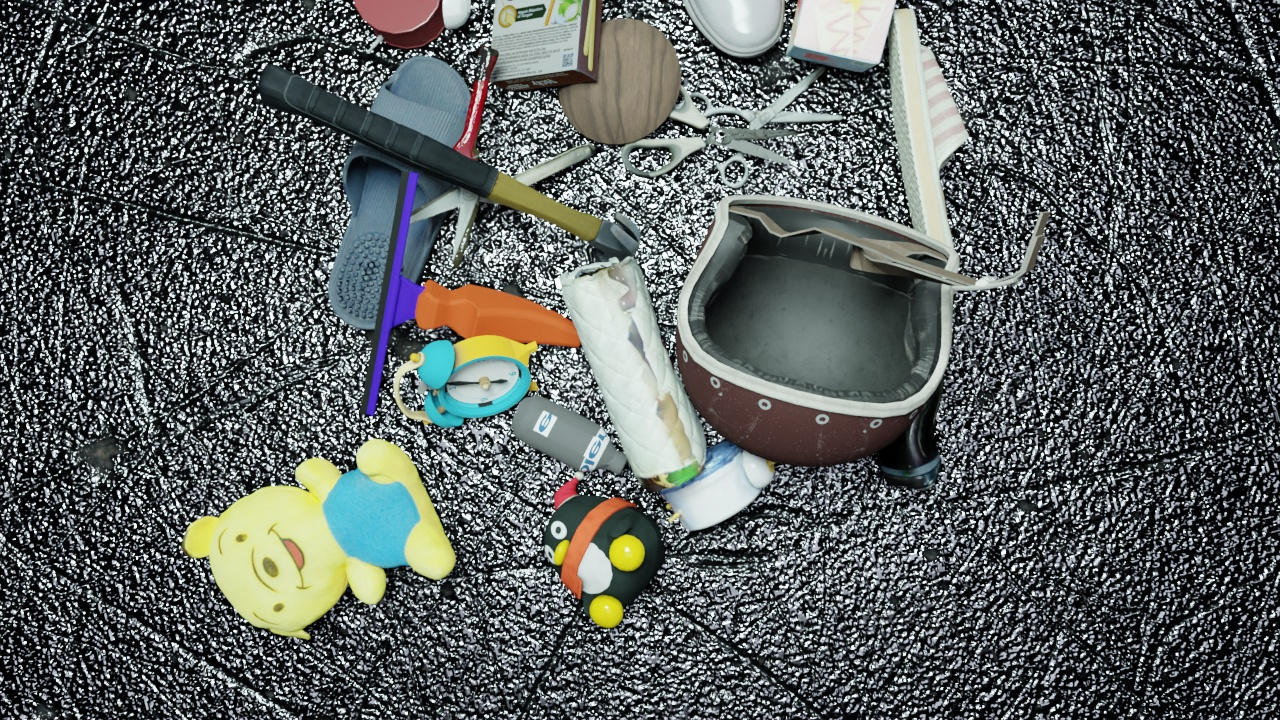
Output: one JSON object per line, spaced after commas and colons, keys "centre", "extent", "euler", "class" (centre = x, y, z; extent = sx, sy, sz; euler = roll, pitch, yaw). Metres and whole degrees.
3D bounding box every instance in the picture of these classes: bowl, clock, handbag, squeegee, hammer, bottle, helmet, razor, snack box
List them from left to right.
{"centre": [-0.213, -0.344, 0.862], "extent": [0.124, 0.044, 0.087], "euler": [-20, 88, 1], "class": "clock"}
{"centre": [-0.149, -0.159, 0.768], "extent": [0.333, 0.118, 0.025], "euler": [22, 82, -18], "class": "hammer"}
{"centre": [-0.157, 0.018, 0.830], "extent": [0.129, 0.099, 0.043], "euler": [-12, 51, -15], "class": "clock"}
{"centre": [-0.143, -0.041, 0.841], "extent": [0.184, 0.055, 0.250], "euler": [12, 121, -13], "class": "squeegee"}
{"centre": [-0.083, -0.349, 0.842], "extent": [0.101, 0.031, 0.186], "euler": [4, 89, 32], "class": "snack box"}
{"centre": [-0.064, 0.072, 0.849], "extent": [0.112, 0.047, 0.047], "euler": [27, 89, 1], "class": "bottle"}
{"centre": [-0.024, -0.264, 0.850], "extent": [0.119, 0.032, 0.119], "euler": [0, 88, 13], "class": "bowl"}
{"centre": [-0.005, 0.005, 0.791], "extent": [0.072, 0.138, 0.195], "euler": [-22, 101, -1], "class": "handbag"}
{"centre": [0.076, 0.104, 0.824], "extent": [0.125, 0.089, 0.052], "euler": [-30, 93, 2], "class": "clock"}
{"centre": [0.149, -0.036, 0.745], "extent": [0.233, 0.233, 0.254], "euler": [14, 110, 7], "class": "helmet"}
{"centre": [0.180, -0.316, 0.819], "extent": [0.079, 0.093, 0.095], "euler": [13, 105, 2], "class": "snack box"}
{"centre": [0.256, 0.049, 0.842], "extent": [0.063, 0.053, 0.140], "euler": [15, 83, -32], "class": "razor"}

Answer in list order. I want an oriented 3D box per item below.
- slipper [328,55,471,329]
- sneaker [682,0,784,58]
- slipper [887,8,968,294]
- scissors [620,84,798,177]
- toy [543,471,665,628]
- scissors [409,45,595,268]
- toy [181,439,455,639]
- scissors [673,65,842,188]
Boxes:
{"centre": [-0.224, -0.156, 0.841], "extent": [0.101, 0.082, 0.263], "euler": [17, 90, -1], "class": "slipper"}
{"centre": [0.067, -0.405, 0.816], "extent": [0.097, 0.128, 0.263], "euler": [-20, 90, 1], "class": "sneaker"}
{"centre": [0.260, -0.185, 0.815], "extent": [0.052, 0.115, 0.262], "euler": [-8, 83, 12], "class": "slipper"}
{"centre": [0.055, -0.206, 0.859], "extent": [0.154, 0.012, 0.163], "euler": [-43, 85, 9], "class": "scissors"}
{"centre": [-0.040, 0.165, 0.824], "extent": [0.119, 0.099, 0.098], "euler": [26, 110, 24], "class": "toy"}
{"centre": [-0.125, -0.180, 0.835], "extent": [0.179, 0.015, 0.199], "euler": [2, 100, -28], "class": "scissors"}
{"centre": [-0.285, 0.165, 0.835], "extent": [0.214, 0.084, 0.149], "euler": [-26, 87, 3], "class": "toy"}
{"centre": [0.102, -0.236, 0.868], "extent": [0.165, 0.014, 0.141], "euler": [30, 92, 3], "class": "scissors"}
